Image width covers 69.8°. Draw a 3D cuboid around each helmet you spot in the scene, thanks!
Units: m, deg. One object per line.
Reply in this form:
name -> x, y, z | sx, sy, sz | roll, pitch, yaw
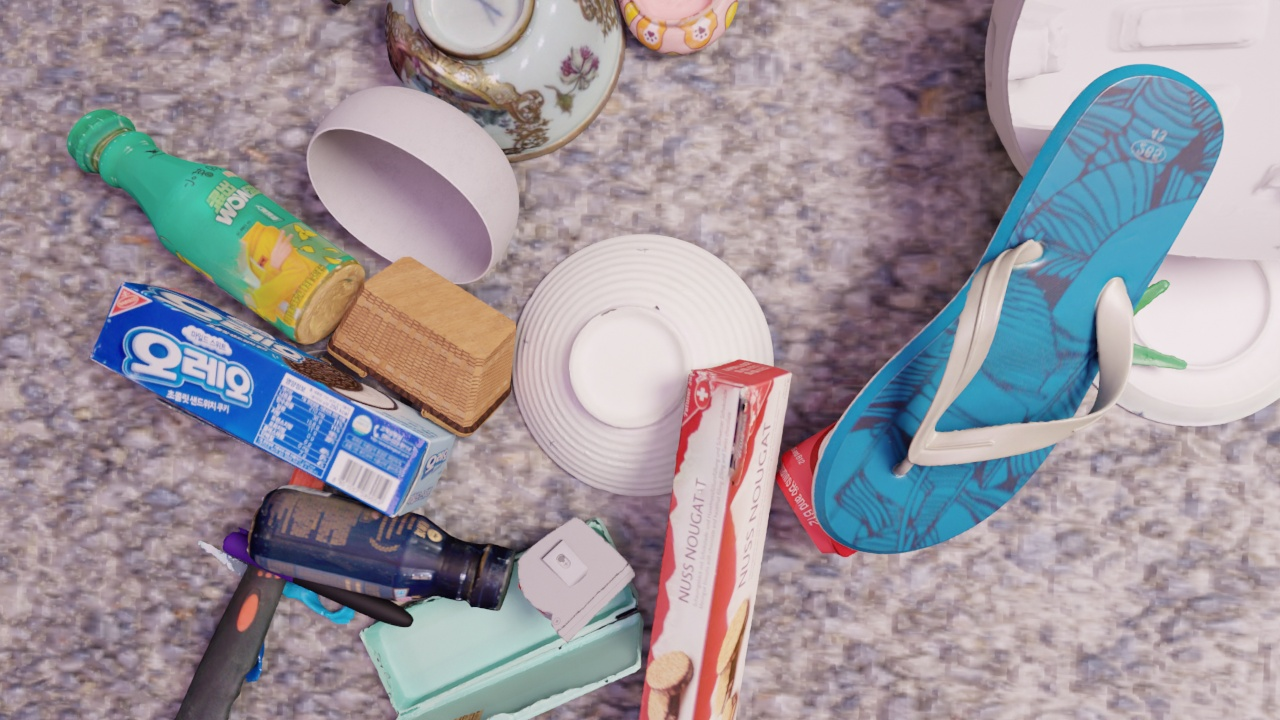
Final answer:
helmet -> 0.331, -0.171, 0.478 | 0.283, 0.183, 0.224 | 1, 120, 24

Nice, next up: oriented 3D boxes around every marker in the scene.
marker -> -0.210, 0.143, 0.601 | 0.134, 0.015, 0.018 | 24, 63, -1

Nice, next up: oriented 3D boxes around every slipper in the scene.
slipper -> 0.012, -0.296, 0.573 | 0.093, 0.081, 0.197 | -6, 93, 7
slipper -> 0.198, -0.004, 0.470 | 0.118, 0.060, 0.295 | 22, 110, -14

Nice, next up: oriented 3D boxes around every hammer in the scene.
hammer -> -0.257, 0.149, 0.626 | 0.133, 0.033, 0.333 | 23, 89, 5

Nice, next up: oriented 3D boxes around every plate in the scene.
plate -> 0.348, -0.036, 0.573 | 0.157, 0.014, 0.157 | 0, 92, 7

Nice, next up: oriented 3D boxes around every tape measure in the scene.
tape measure -> -0.044, 0.134, 0.576 | 0.060, 0.020, 0.062 | -42, 51, -13

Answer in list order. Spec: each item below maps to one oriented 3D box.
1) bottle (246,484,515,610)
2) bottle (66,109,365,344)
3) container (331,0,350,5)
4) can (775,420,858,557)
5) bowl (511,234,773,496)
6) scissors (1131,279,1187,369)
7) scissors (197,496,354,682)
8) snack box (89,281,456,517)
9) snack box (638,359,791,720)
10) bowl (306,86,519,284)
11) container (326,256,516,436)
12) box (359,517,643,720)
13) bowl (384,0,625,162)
bottle -> -0.161, 0.121, 0.580 | 0.161, 0.056, 0.056 | 14, 93, -1
bottle -> -0.288, -0.095, 0.617 | 0.210, 0.068, 0.068 | 35, 94, 5
container -> -0.231, -0.400, 0.554 | 0.205, 0.176, 0.321 | -45, 86, 9
can -> 0.159, 0.059, 0.566 | 0.142, 0.074, 0.074 | -32, 88, 6
bowl -> -0.003, 0.003, 0.586 | 0.177, 0.071, 0.177 | 0, 91, 6
scissors -> 0.271, -0.004, 0.573 | 0.128, 0.012, 0.121 | 16, 100, 19
scissors -> -0.266, 0.167, 0.647 | 0.127, 0.014, 0.129 | 30, 92, 7
snack box -> -0.232, 0.023, 0.586 | 0.226, 0.059, 0.059 | 25, 94, 6
snack box -> 0.043, 0.138, 0.555 | 0.044, 0.076, 0.273 | 14, 103, 29
bowl -> -0.135, -0.116, 0.577 | 0.132, 0.132, 0.064 | 24, 61, 5
container -> -0.136, -0.013, 0.592 | 0.114, 0.063, 0.061 | 32, 128, 5
box -> -0.095, 0.184, 0.595 | 0.187, 0.109, 0.078 | -26, 106, 9
bowl -> -0.094, -0.214, 0.579 | 0.160, 0.094, 0.160 | 0, 91, 6
